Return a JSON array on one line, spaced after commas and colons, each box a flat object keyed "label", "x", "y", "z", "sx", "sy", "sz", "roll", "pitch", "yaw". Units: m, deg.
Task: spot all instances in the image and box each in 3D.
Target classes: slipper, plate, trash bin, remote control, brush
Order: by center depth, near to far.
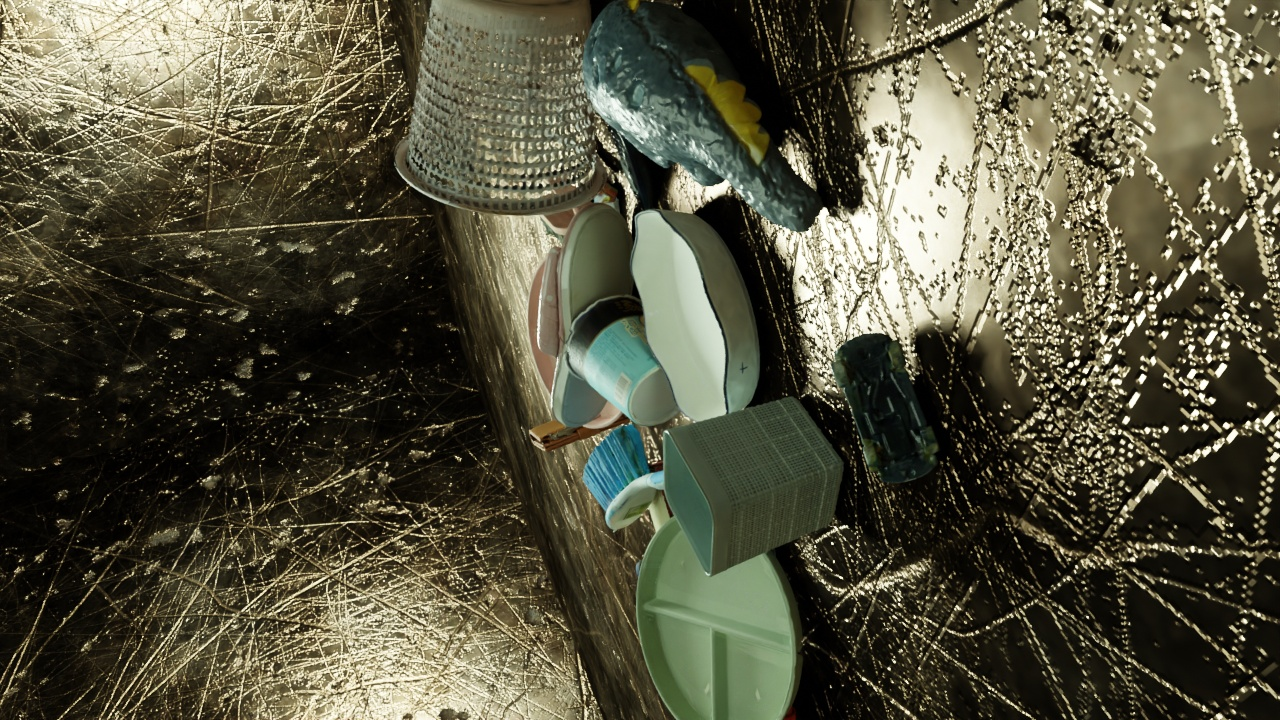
[{"label": "plate", "x": 0.048, "y": -0.039, "z": 0.817, "sx": 0.205, "sy": 0.045, "sz": 0.205, "roll": 161, "pitch": 90, "yaw": -75}, {"label": "remote control", "x": -0.005, "y": -0.187, "z": 0.854, "sx": 0.053, "sy": 0.024, "sz": 0.136, "roll": 61, "pitch": 179, "yaw": 23}, {"label": "plate", "x": 0.074, "y": 0.259, "z": 0.895, "sx": 0.231, "sy": 0.027, "sz": 0.230, "roll": -1, "pitch": 88, "yaw": 52}, {"label": "brush", "x": 0.002, "y": 0.110, "z": 0.920, "sx": 0.315, "sy": 0.060, "sz": 0.109, "roll": 114, "pitch": 137, "yaw": -60}, {"label": "trash bin", "x": -0.135, "y": -0.283, "z": 0.935, "sx": 0.227, "sy": 0.227, "sz": 0.192, "roll": -122, "pitch": 33, "yaw": -46}, {"label": "slipper", "x": -0.066, "y": -0.049, "z": 1.028, "sx": 0.054, "sy": 0.113, "sz": 0.275, "roll": 30, "pitch": 128, "yaw": 35}, {"label": "brush", "x": -0.088, "y": -0.181, "z": 1.103, "sx": 0.145, "sy": 0.063, "sz": 0.073, "roll": -128, "pitch": 20, "yaw": -59}, {"label": "plate", "x": -0.070, "y": -0.029, "z": 1.148, "sx": 0.230, "sy": 0.028, "sz": 0.230, "roll": 20, "pitch": 116, "yaw": 48}]

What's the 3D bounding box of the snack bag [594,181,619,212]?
[{"label": "snack bag", "x": -0.036, "y": -0.152, "z": 1.033, "sx": 0.048, "sy": 0.026, "sz": 0.104, "roll": 47, "pitch": 151, "yaw": 44}]

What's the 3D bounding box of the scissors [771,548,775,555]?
[{"label": "scissors", "x": 0.115, "y": 0.208, "z": 0.913, "sx": 0.138, "sy": 0.017, "sz": 0.093, "roll": 101, "pitch": 156, "yaw": -52}]

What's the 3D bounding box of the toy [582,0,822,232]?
[{"label": "toy", "x": 0.017, "y": -0.202, "z": 0.688, "sx": 0.138, "sy": 0.091, "sz": 0.356, "roll": 49, "pitch": -178, "yaw": -35}]

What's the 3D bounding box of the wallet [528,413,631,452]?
[{"label": "wallet", "x": -0.083, "y": 0.089, "z": 1.267, "sx": 0.108, "sy": 0.131, "sz": 0.031, "roll": -170, "pitch": 60, "yaw": -73}]

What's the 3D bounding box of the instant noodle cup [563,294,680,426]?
[{"label": "instant noodle cup", "x": -0.006, "y": 0.006, "z": 0.972, "sx": 0.120, "sy": 0.111, "sz": 0.111, "roll": 45, "pitch": 150, "yaw": 44}]

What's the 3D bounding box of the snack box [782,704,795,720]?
[{"label": "snack box", "x": 0.112, "y": 0.325, "z": 0.938, "sx": 0.091, "sy": 0.082, "sz": 0.080, "roll": -148, "pitch": 57, "yaw": -67}]

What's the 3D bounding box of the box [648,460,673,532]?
[{"label": "box", "x": 0.048, "y": 0.190, "z": 1.012, "sx": 0.091, "sy": 0.076, "sz": 0.168, "roll": 155, "pitch": 98, "yaw": -75}]

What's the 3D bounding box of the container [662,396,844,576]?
[{"label": "container", "x": 0.085, "y": 0.091, "z": 0.695, "sx": 0.090, "sy": 0.111, "sz": 0.090, "roll": 87, "pitch": 160, "yaw": -46}]

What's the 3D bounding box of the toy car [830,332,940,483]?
[{"label": "toy car", "x": 0.146, "y": 0.027, "z": 0.545, "sx": 0.090, "sy": 0.043, "sz": 0.034, "roll": 68, "pitch": -161, "yaw": 0}]

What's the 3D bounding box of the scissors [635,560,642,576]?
[{"label": "scissors", "x": 0.057, "y": 0.279, "z": 1.069, "sx": 0.176, "sy": 0.012, "sz": 0.162, "roll": 41, "pitch": -151, "yaw": -20}]
